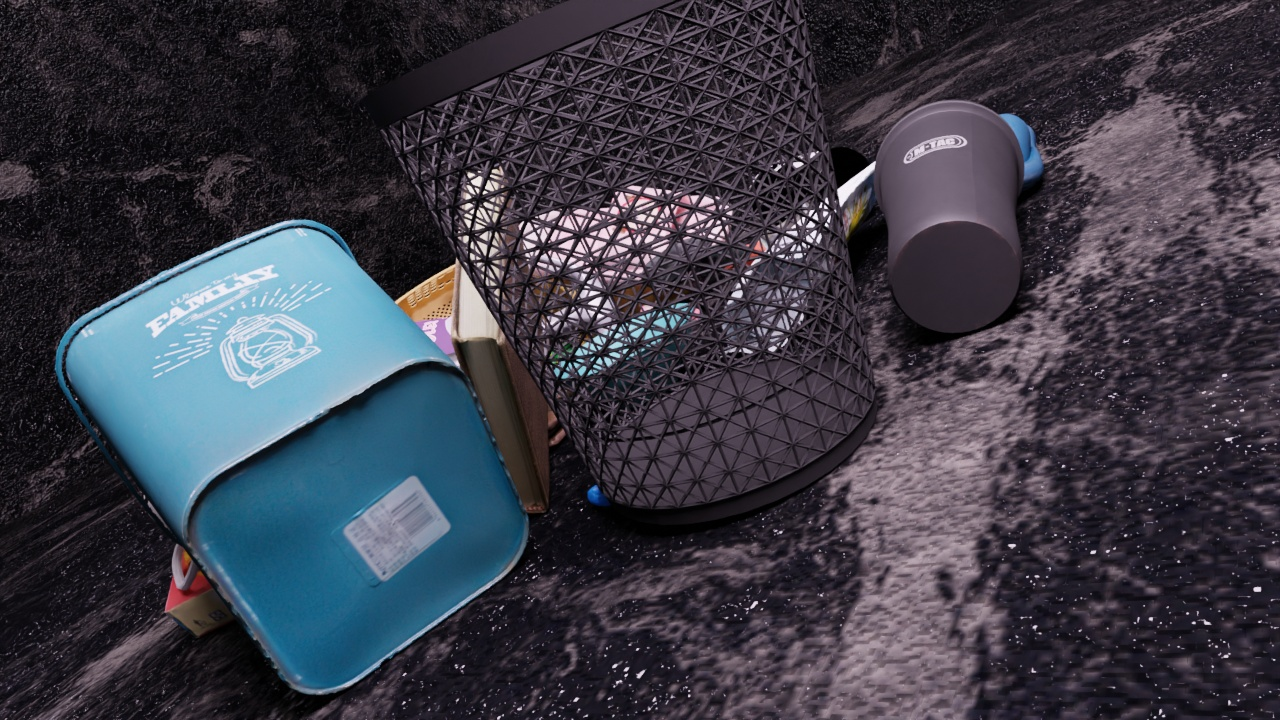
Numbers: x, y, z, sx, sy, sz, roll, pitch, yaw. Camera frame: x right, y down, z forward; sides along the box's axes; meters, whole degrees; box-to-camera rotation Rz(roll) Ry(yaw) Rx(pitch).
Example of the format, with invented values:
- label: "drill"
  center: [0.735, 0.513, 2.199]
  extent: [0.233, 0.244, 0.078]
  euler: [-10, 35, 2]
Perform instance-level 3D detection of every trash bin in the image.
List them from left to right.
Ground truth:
- label: "trash bin"
  center: [-0.195, 0.053, 0.541]
  extent: [0.196, 0.199, 0.219]
  euler: [-33, 36, -24]
- label: "trash bin"
  center: [0.011, -0.061, 0.484]
  extent: [0.217, 0.243, 0.216]
  euler: [-20, 18, 7]

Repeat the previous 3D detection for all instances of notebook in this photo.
- label: "notebook"
  center: [-0.088, -0.006, 0.632]
  extent: [0.034, 0.190, 0.215]
  euler: [-11, 39, 0]

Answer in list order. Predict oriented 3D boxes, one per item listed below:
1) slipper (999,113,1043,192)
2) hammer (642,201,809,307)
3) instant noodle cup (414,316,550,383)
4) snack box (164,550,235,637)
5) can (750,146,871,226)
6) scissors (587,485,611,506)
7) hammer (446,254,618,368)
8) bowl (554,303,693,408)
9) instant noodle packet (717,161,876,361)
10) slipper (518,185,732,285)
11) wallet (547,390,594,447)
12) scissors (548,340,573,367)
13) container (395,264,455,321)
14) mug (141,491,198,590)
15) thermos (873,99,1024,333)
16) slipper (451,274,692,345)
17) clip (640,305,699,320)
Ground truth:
- label: "slipper"
  center: [0.291, -0.173, 0.796]
  extent: [0.104, 0.059, 0.213]
  euler: [-21, 14, 32]
- label: "hammer"
  center: [0.068, -0.083, 0.740]
  extent: [0.133, 0.033, 0.332]
  euler: [-36, -4, 18]
- label: "instant noodle cup"
  center: [-0.158, -0.003, 0.881]
  extent: [0.122, 0.137, 0.121]
  euler: [-16, 24, 5]
- label: "snack box"
  center: [-0.287, 0.123, 0.718]
  extent: [0.142, 0.040, 0.144]
  euler: [-27, 36, 3]
- label: "can"
  center: [0.177, -0.175, 0.961]
  extent: [0.080, 0.080, 0.146]
  euler: [-31, 14, -15]
- label: "scissors"
  center: [0.024, 0.055, 0.561]
  extent: [0.125, 0.013, 0.129]
  euler: [-25, 18, -2]
- label: "hammer"
  center: [-0.166, 0.005, 0.814]
  extent: [0.310, 0.125, 0.029]
  euler: [-24, -18, -7]
- label: "bowl"
  center: [-0.004, 0.004, 0.716]
  extent: [0.121, 0.046, 0.121]
  euler: [-25, 14, 7]
- label: "instant noodle packet"
  center: [0.150, -0.095, 0.753]
  extent: [0.147, 0.057, 0.268]
  euler: [-52, -6, 40]
- label: "slipper"
  center: [-0.023, -0.119, 0.868]
  extent: [0.222, 0.056, 0.106]
  euler: [-1, 52, 20]
- label: "wallet"
  center: [-0.096, 0.053, 0.755]
  extent: [0.121, 0.027, 0.098]
  euler: [-18, 14, 31]
- label: "scissors"
  center: [-0.095, 0.001, 0.967]
  extent: [0.129, 0.012, 0.116]
  euler: [-26, 16, -1]
- label: "container"
  center: [-0.207, -0.059, 1.149]
  extent: [0.183, 0.129, 0.167]
  euler: [-31, 5, -16]
- label: "mug"
  center: [-0.315, 0.103, 0.663]
  extent: [0.076, 0.090, 0.124]
  euler: [27, 97, 49]
- label: "thermos"
  center: [0.205, -0.097, 0.607]
  extent: [0.106, 0.106, 0.218]
  euler: [-20, 21, 26]
- label: "slipper"
  center: [-0.063, -0.057, 0.933]
  extent: [0.263, 0.099, 0.078]
  euler: [-9, 55, 6]
- label: "clip"
  center: [0.026, -0.034, 0.862]
  extent: [0.058, 0.050, 0.023]
  euler: [19, 29, 7]
